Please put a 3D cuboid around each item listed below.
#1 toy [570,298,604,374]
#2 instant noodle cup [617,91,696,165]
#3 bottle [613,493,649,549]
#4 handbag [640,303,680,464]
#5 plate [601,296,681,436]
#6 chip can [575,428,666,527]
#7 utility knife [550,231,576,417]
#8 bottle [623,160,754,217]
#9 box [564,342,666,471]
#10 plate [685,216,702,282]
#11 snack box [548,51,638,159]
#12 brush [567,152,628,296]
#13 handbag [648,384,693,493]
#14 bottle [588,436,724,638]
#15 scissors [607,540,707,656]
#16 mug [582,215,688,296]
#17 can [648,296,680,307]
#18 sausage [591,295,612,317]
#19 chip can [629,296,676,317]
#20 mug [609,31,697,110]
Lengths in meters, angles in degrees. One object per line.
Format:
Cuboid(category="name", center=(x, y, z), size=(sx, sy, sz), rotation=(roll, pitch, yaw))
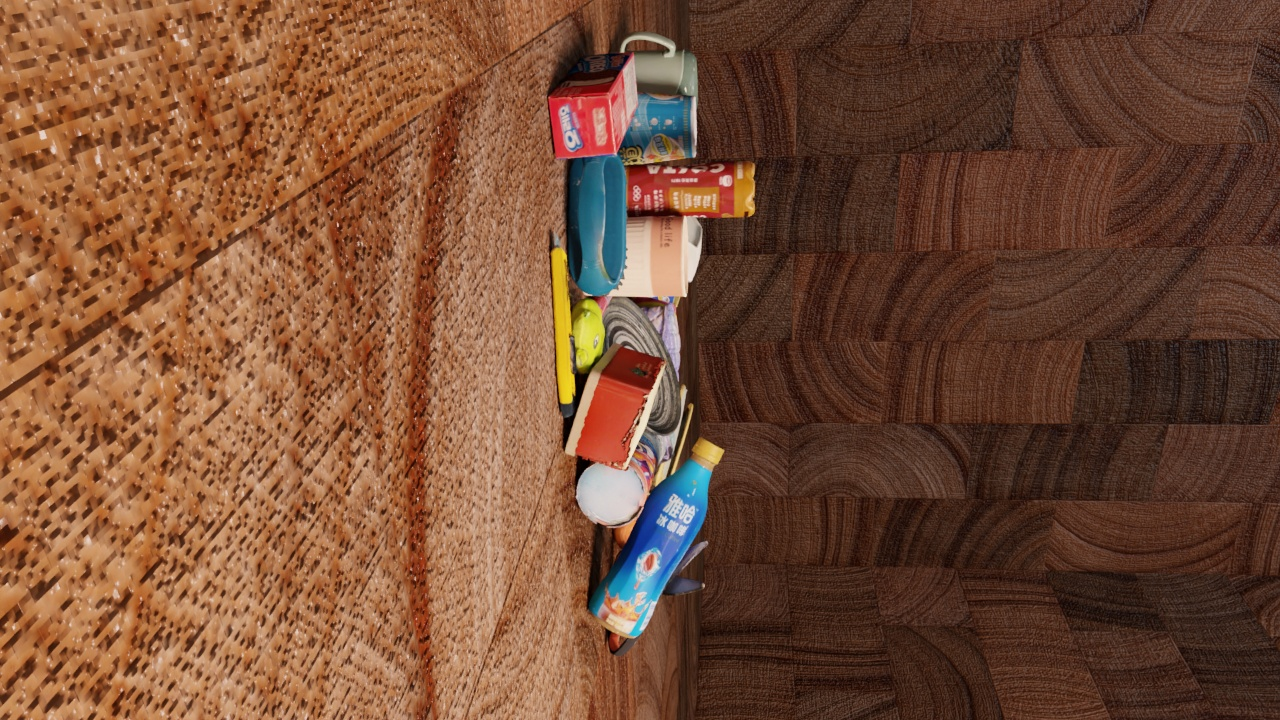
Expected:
Cuboid(category="toy", center=(-0.051, -0.025, 0.871), size=(0.100, 0.031, 0.096), rotation=(88, 5, -60))
Cuboid(category="instant noodle cup", center=(0.011, -0.272, 1.077), size=(0.099, 0.110, 0.099), rotation=(1, 88, -84))
Cuboid(category="bottle", center=(-0.002, 0.203, 1.195), size=(0.149, 0.067, 0.067), rotation=(-95, -176, -81))
Cuboid(category="handbag", center=(0.011, 0.026, 1.219), size=(0.134, 0.076, 0.193), rotation=(74, 18, -51))
Cuboid(category="plate", center=(-0.006, 0.006, 1.072), size=(0.179, 0.024, 0.179), rotation=(44, 33, -39))
Cuboid(category="chip can", center=(-0.017, 0.115, 0.991), size=(0.214, 0.071, 0.071), rotation=(-49, 138, -79))
Cuboid(category="utility knife", center=(-0.066, -0.031, 0.800), size=(0.033, 0.015, 0.168), rotation=(-79, 167, -73))
Cuboid(category="bottle", center=(0.031, -0.176, 0.954), size=(0.057, 0.175, 0.057), rotation=(1, 89, -83))
Cuboid(category="box", center=(-0.014, 0.046, 0.900), size=(0.168, 0.077, 0.091), rotation=(-57, 166, -77))
Cuboid(category="plate", center=(0.028, -0.183, 1.140), size=(0.162, 0.034, 0.265), rotation=(49, 16, -8))
Cuboid(category="snack box", center=(-0.040, -0.244, 0.866), size=(0.207, 0.057, 0.058), rotation=(-78, 163, -62))
Cuboid(category="brush", center=(-0.041, -0.132, 0.852), size=(0.073, 0.055, 0.144), rotation=(34, 57, -83))
Cuboid(category="handbag", center=(0.035, 0.135, 1.336), size=(0.179, 0.063, 0.163), rotation=(75, 28, -57))
Cuboid(category="bottle", center=(0.022, 0.182, 0.962), size=(0.218, 0.065, 0.065), rotation=(-62, 173, 1))
Cuboid(category="scissors", center=(0.014, 0.266, 1.028), size=(0.227, 0.021, 0.198), rotation=(17, -90, 68))
Cuboid(category="mug", center=(-0.004, -0.113, 0.951), size=(0.114, 0.106, 0.082), rotation=(-78, 166, -62))
Cuboid(category="can", center=(0.018, -0.115, 1.204), size=(0.102, 0.083, 0.057), rotation=(-70, 175, -72))
Cuboid(category="sausage", center=(-0.043, -0.065, 0.995), size=(0.155, 0.020, 0.020), rotation=(-72, 161, -70))
Cuboid(category="chip can", center=(0.021, -0.138, 1.335), size=(0.071, 0.071, 0.210), rotation=(81, 10, -52))
Cuboid(category="mug", center=(0.015, -0.353, 1.132), size=(0.112, 0.106, 0.082), rotation=(82, 11, -46))
